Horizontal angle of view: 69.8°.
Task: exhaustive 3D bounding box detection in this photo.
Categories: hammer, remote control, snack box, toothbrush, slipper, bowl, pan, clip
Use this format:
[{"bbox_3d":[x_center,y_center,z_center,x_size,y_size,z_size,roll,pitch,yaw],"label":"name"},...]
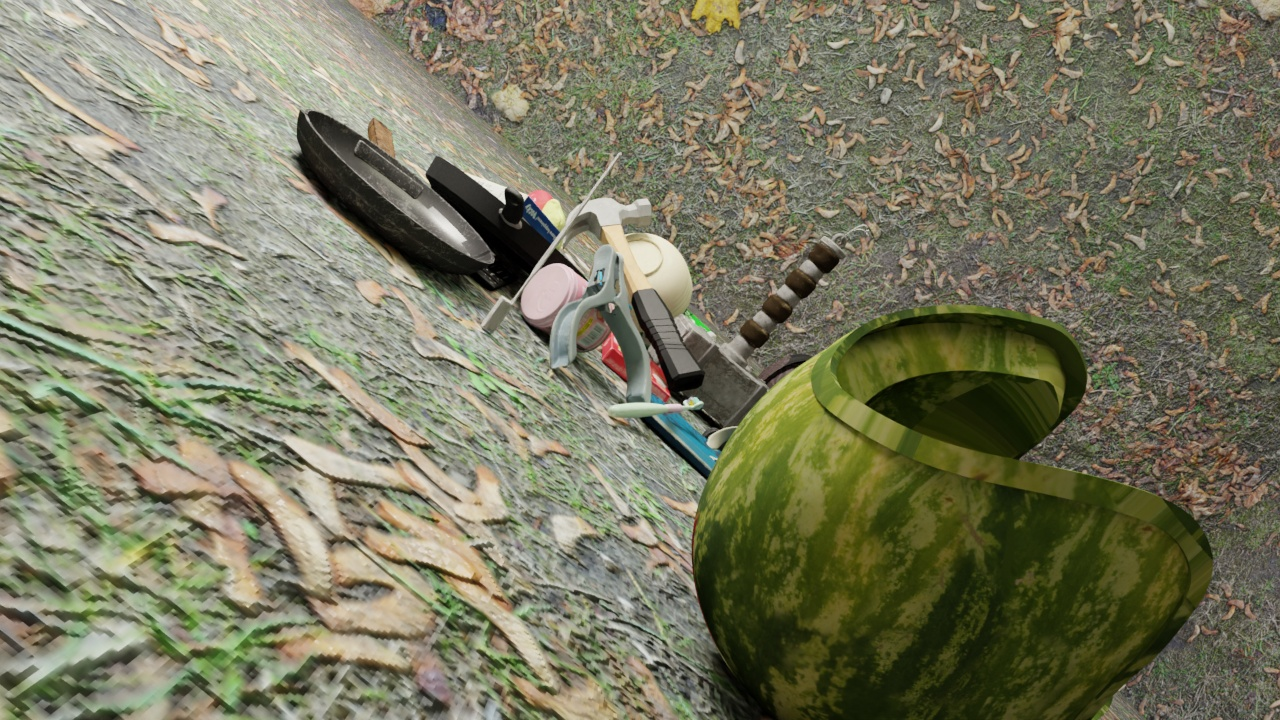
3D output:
[{"bbox_3d":[-0.002,-0.090,1.145,0.131,0.039,0.327,-10,50,-19],"label":"hammer"},{"bbox_3d":[-0.150,-0.089,0.949,0.030,0.009,0.140,41,8,-4],"label":"remote control"},{"bbox_3d":[0.173,-0.062,1.205,0.177,0.326,0.079,39,9,-21],"label":"hammer"},{"bbox_3d":[-0.006,0.006,1.088,0.089,0.021,0.133,40,8,-9],"label":"snack box"},{"bbox_3d":[-0.073,-0.098,0.747,0.010,0.181,0.010,34,6,-28],"label":"toothbrush"},{"bbox_3d":[0.116,0.116,0.963,0.295,0.060,0.118,40,12,-8],"label":"slipper"},{"bbox_3d":[-0.002,-0.121,1.265,0.151,0.150,0.075,46,-22,25],"label":"bowl"},{"bbox_3d":[-0.139,-0.140,0.961,0.225,0.034,0.356,40,-3,-7],"label":"pan"},{"bbox_3d":[-0.030,-0.014,0.878,0.164,0.032,0.165,-47,120,-54],"label":"clip"},{"bbox_3d":[-0.243,-0.176,0.877,0.207,0.040,0.357,37,8,-31],"label":"pan"},{"bbox_3d":[0.016,0.046,0.889,0.022,0.015,0.154,4,2,33],"label":"toothbrush"},{"bbox_3d":[-0.168,-0.186,1.134,0.150,0.026,0.082,26,-16,40],"label":"snack box"}]

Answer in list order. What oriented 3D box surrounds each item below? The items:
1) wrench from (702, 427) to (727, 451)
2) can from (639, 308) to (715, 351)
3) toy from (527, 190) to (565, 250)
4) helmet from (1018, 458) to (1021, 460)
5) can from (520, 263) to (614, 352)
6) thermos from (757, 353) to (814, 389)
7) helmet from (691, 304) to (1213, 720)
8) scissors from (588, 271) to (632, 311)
[{"bbox_3d":[0.174,0.140,1.121,0.273,0.073,0.018,29,14,-32],"label":"wrench"},{"bbox_3d":[0.037,-0.043,1.323,0.140,0.088,0.087,44,8,14],"label":"can"},{"bbox_3d":[-0.142,-0.178,1.198,0.045,0.092,0.135,9,15,-43],"label":"toy"},{"bbox_3d":[0.318,0.156,1.068,0.232,0.223,0.271,58,26,-66],"label":"helmet"},{"bbox_3d":[-0.072,-0.052,0.918,0.076,0.067,0.067,35,11,-47],"label":"can"},{"bbox_3d":[0.248,0.109,1.283,0.172,0.173,0.226,39,15,-19],"label":"thermos"},{"bbox_3d":[0.150,0.111,0.507,0.243,0.248,0.212,2,32,1],"label":"helmet"},{"bbox_3d":[-0.064,-0.103,1.182,0.134,0.011,0.139,28,47,9],"label":"scissors"}]
